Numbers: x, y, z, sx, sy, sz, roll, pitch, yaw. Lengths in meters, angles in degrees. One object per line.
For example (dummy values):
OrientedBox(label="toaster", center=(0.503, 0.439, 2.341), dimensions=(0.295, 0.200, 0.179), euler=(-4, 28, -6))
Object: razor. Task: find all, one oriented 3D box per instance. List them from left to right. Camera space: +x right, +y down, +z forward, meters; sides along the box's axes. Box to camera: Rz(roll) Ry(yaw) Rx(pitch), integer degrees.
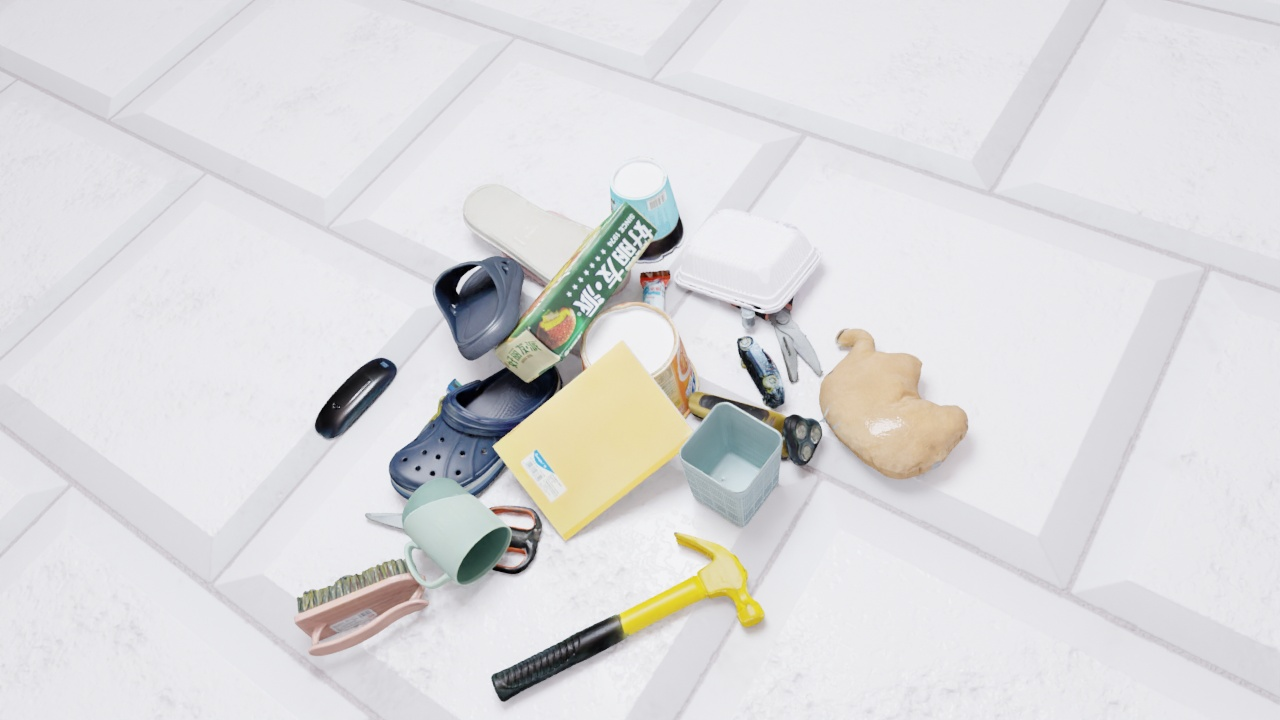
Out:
OrientedBox(label="razor", center=(-0.274, 0.090, 1.191), dimensions=(0.042, 0.022, 0.142), euler=(44, 71, -17))
OrientedBox(label="razor", center=(0.135, 0.073, 1.110), dimensions=(0.168, 0.068, 0.062), euler=(19, 61, 28))

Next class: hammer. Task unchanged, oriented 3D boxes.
OrientedBox(label="hammer", center=(-0.021, 0.291, 1.009), dimensions=(0.300, 0.033, 0.128), euler=(-25, 56, -7))

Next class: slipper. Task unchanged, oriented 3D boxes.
OrientedBox(label="slipper", center=(-0.213, -0.091, 1.191), dimensions=(0.111, 0.083, 0.268), euler=(-38, 25, 7))
OrientedBox(label="slipper", center=(-0.200, 0.080, 1.143), dimensions=(0.252, 0.095, 0.105), euler=(-40, 57, -20))
OrientedBox(label="slipper", center=(-0.136, -0.165, 1.310), dimensions=(0.274, 0.054, 0.114), euler=(29, 70, 14))

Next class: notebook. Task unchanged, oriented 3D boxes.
OrientedBox(label="notebook", center=(-0.055, 0.095, 1.073), dimensions=(0.206, 0.010, 0.146), euler=(-40, 85, 12))

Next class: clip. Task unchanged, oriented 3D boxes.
OrientedBox(label="clip", center=(0.142, -0.068, 1.210), dimensions=(0.024, 0.028, 0.056), euler=(-6, 52, 7))

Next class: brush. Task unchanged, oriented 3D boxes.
OrientedBox(label="brush", center=(-0.314, 0.281, 1.048), dimensions=(0.145, 0.063, 0.073), euler=(-21, 52, -7))

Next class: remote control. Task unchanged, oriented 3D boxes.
OrientedBox(label="remote control", center=(-0.385, 0.046, 1.235), dimensions=(0.053, 0.024, 0.136), euler=(29, 66, 24))

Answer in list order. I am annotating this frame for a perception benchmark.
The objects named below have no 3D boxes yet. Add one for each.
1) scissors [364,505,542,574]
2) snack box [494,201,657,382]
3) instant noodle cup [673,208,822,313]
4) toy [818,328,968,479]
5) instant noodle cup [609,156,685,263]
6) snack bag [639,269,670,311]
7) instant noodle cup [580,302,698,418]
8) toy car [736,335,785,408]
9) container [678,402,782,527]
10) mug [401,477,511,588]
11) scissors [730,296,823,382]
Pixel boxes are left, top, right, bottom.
OrientedBox(label="scissors", center=(-0.233, 0.214, 1.101), dimensions=(0.235, 0.022, 0.124), euler=(-10, 57, 3))
OrientedBox(label="snack box", center=(-0.079, -0.087, 1.157), dimensions=(0.063, 0.115, 0.239), euler=(42, 59, -11))
OrientedBox(label="instant noodle cup", center=(0.139, -0.143, 1.226), dimensions=(0.174, 0.060, 0.137), euler=(20, 56, 35))
OrientedBox(label="toy", center=(0.280, 0.042, 1.098), dimensions=(0.143, 0.083, 0.226), euler=(-23, 53, -12))
OrientedBox(label="instant noodle cup", center=(0.003, -0.216, 1.282), dimensions=(0.111, 0.120, 0.111), euler=(-4, 56, 6))
OrientedBox(label="snack bag", center=(0.018, -0.077, 1.247), dimensions=(0.048, 0.026, 0.104), euler=(-6, 55, 20))
OrientedBox(label="instant noodle cup", center=(-0.007, 0.007, 1.144), dimensions=(0.151, 0.111, 0.151), euler=(-4, 56, 6))
OrientedBox(label="toy car", center=(0.153, 0.012, 1.152), dimensions=(0.031, 0.049, 0.105), euler=(-22, 57, -10))
OrientedBox(label="container", center=(0.106, 0.124, 1.049), dimensions=(0.090, 0.111, 0.090), euler=(31, 66, 26))
OrientedBox(label="mug", center=(-0.223, 0.202, 1.050), dimensions=(0.106, 0.082, 0.111), euler=(35, 76, 24))
OrientedBox(label="scissors", center=(0.173, -0.065, 1.220), dimensions=(0.214, 0.015, 0.196), euler=(21, 63, 20))
